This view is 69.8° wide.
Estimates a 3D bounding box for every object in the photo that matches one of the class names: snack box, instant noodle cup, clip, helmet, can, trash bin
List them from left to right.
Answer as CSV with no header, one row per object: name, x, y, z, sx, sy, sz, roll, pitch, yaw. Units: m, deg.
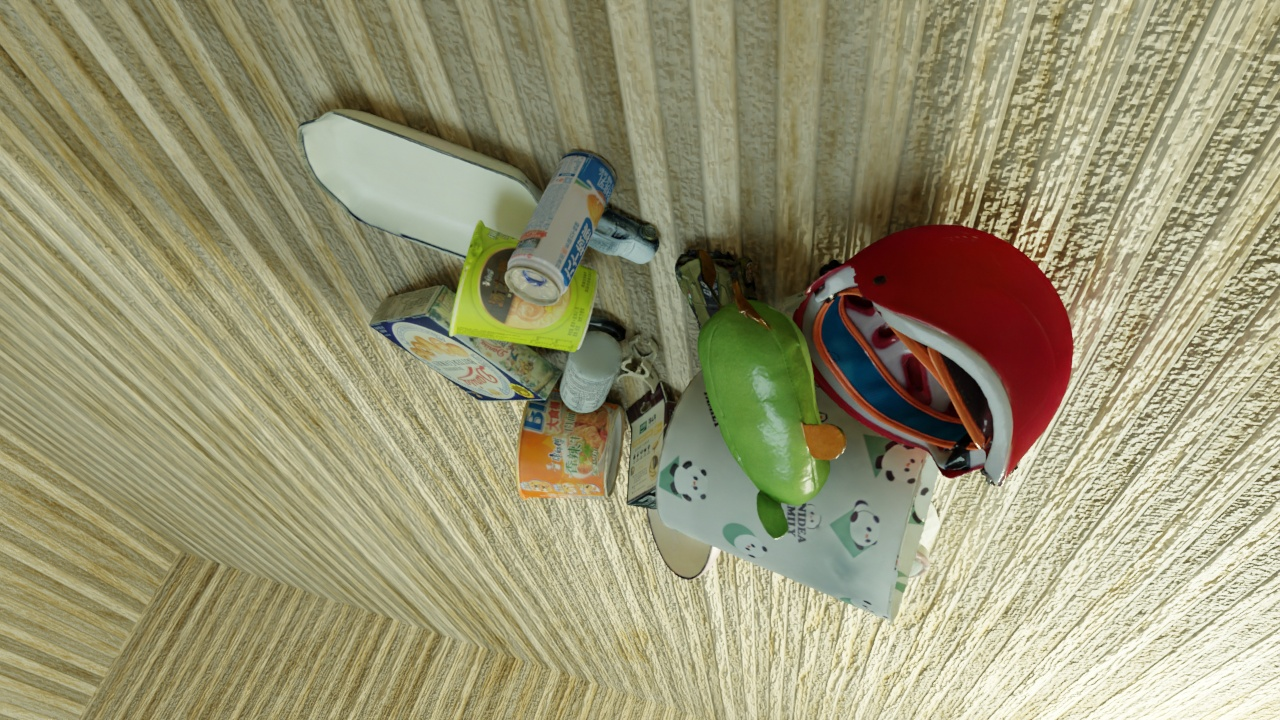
snack box,-0.212,-0.015,1.101,0.182,0.045,0.178,39,157,-28
instant noodle cup,-0.106,-0.062,0.863,0.123,0.111,0.112,14,152,-9
can,-0.067,-0.113,0.780,0.053,0.134,0.053,16,151,9
instant noodle cup,-0.085,0.110,1.165,0.111,0.151,0.151,7,149,8
can,-0.059,0.016,1.051,0.058,0.058,0.147,22,160,-2
clip,-0.001,0.007,1.045,0.070,0.034,0.100,18,155,4
snack box,0.022,0.106,1.117,0.053,0.125,0.113,14,154,-20
trash bin,0.167,0.121,0.952,0.252,0.229,0.230,15,151,23
helmet,0.238,-0.019,0.733,0.207,0.143,0.240,50,170,-10

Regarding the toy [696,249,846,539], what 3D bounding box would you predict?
toy,0.104,0.025,0.783,0.227,0.090,0.247,-133,22,-63

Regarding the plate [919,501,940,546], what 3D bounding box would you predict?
plate,0.276,0.202,1.180,0.205,0.045,0.205,17,151,9

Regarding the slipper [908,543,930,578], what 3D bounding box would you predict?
slipper,0.230,0.220,1.126,0.274,0.054,0.114,24,143,-11

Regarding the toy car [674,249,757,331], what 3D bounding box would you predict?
toy car,0.080,-0.054,0.884,0.070,0.042,0.158,6,150,26

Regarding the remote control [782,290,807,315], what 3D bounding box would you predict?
remote control,0.194,-0.028,0.868,0.125,0.024,0.049,36,147,-23

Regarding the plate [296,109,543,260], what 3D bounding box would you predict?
plate,-0.196,-0.165,0.880,0.266,0.034,0.162,19,151,2

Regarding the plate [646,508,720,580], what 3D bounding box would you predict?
plate,0.062,0.181,1.172,0.039,0.192,0.193,-4,160,-24

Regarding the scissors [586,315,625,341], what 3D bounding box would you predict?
scissors,-0.096,-0.051,0.998,0.159,0.014,0.178,9,160,8

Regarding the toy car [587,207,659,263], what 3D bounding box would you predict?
toy car,-0.026,-0.118,0.852,0.090,0.034,0.043,26,147,-11
